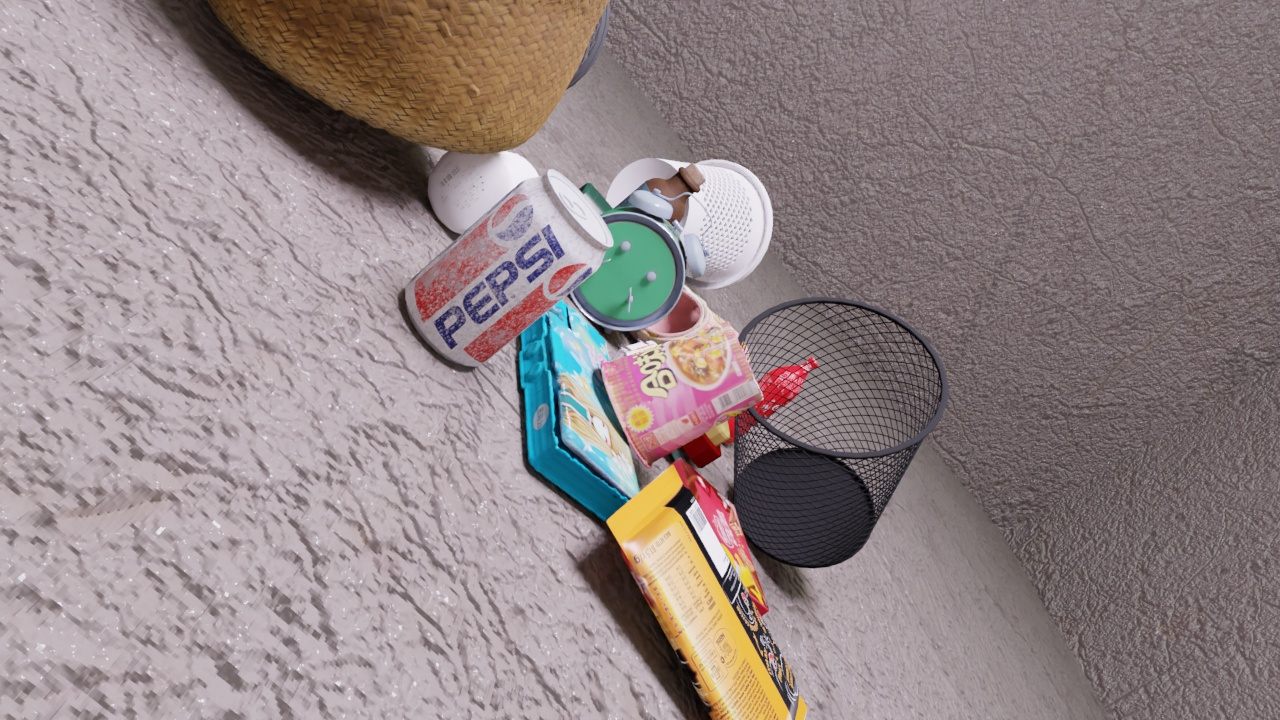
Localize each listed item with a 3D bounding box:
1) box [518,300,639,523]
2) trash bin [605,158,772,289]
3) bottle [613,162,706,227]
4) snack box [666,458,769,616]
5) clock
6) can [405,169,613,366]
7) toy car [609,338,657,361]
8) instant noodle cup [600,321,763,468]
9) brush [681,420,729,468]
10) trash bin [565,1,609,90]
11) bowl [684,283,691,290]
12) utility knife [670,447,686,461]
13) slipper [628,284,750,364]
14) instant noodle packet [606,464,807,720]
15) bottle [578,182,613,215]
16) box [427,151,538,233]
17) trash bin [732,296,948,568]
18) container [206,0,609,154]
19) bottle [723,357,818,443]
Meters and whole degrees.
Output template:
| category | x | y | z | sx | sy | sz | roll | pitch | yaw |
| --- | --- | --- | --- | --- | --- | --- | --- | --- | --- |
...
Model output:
| category | x | y | z | sx | sy | sz | roll | pitch | yaw |
| --- | --- | --- | --- | --- | --- | --- | --- | --- | --- |
| box | -0.052 | 0.024 | 0.733 | 0.094 | 0.041 | 0.226 | 44 | 18 | -31 |
| trash bin | 0.059 | -0.204 | 1.310 | 0.199 | 0.196 | 0.195 | -1 | 54 | -59 |
| bottle | 0.015 | -0.192 | 1.172 | 0.068 | 0.157 | 0.067 | 47 | 17 | -19 |
| snack box | 0.066 | 0.157 | 0.813 | 0.089 | 0.021 | 0.132 | 43 | 18 | -32 |
| clock | 0.001 | -0.107 | 0.943 | 0.122 | 0.162 | 0.075 | 49 | 15 | -9 |
| can | -0.091 | -0.063 | 0.635 | 0.078 | 0.136 | 0.078 | 47 | 17 | -19 |
| toy car | -0.005 | 0.005 | 0.904 | 0.039 | 0.039 | 0.113 | 43 | 14 | 7 |
| instant noodle cup | 0.037 | 0.022 | 0.742 | 0.097 | 0.109 | 0.097 | -23 | 89 | -84 |
| brush | 0.056 | 0.048 | 0.939 | 0.082 | 0.042 | 0.173 | 55 | 9 | -7 |
| trash bin | -0.171 | -0.412 | 1.043 | 0.218 | 0.218 | 0.227 | 52 | 20 | -2 |
| bowl | 0.050 | -0.044 | 1.145 | 0.152 | 0.050 | 0.152 | 47 | 17 | -19 |
| utility knife | 0.027 | 0.073 | 0.902 | 0.022 | 0.015 | 0.126 | 40 | 22 | -56 |
| slipper | 0.045 | -0.035 | 1.021 | 0.197 | 0.093 | 0.081 | 40 | -9 | -11 |
| instant noodle packet | 0.055 | 0.189 | 0.657 | 0.220 | 0.032 | 0.159 | 61 | 19 | 3 |
| bottle | -0.041 | -0.138 | 1.076 | 0.131 | 0.061 | 0.061 | 48 | 19 | -16 |
| box | -0.113 | -0.128 | 0.831 | 0.141 | 0.084 | 0.140 | 46 | 15 | 0 |
| trash bin | 0.168 | 0.079 | 0.864 | 0.211 | 0.184 | 0.184 | 91 | -19 | -48 |
| container | -0.174 | -0.298 | 0.705 | 0.307 | 0.197 | 0.306 | 27 | 21 | -11 |
| bottle | 0.143 | 0.043 | 1.052 | 0.042 | 0.142 | 0.041 | 47 | 17 | -19 |
